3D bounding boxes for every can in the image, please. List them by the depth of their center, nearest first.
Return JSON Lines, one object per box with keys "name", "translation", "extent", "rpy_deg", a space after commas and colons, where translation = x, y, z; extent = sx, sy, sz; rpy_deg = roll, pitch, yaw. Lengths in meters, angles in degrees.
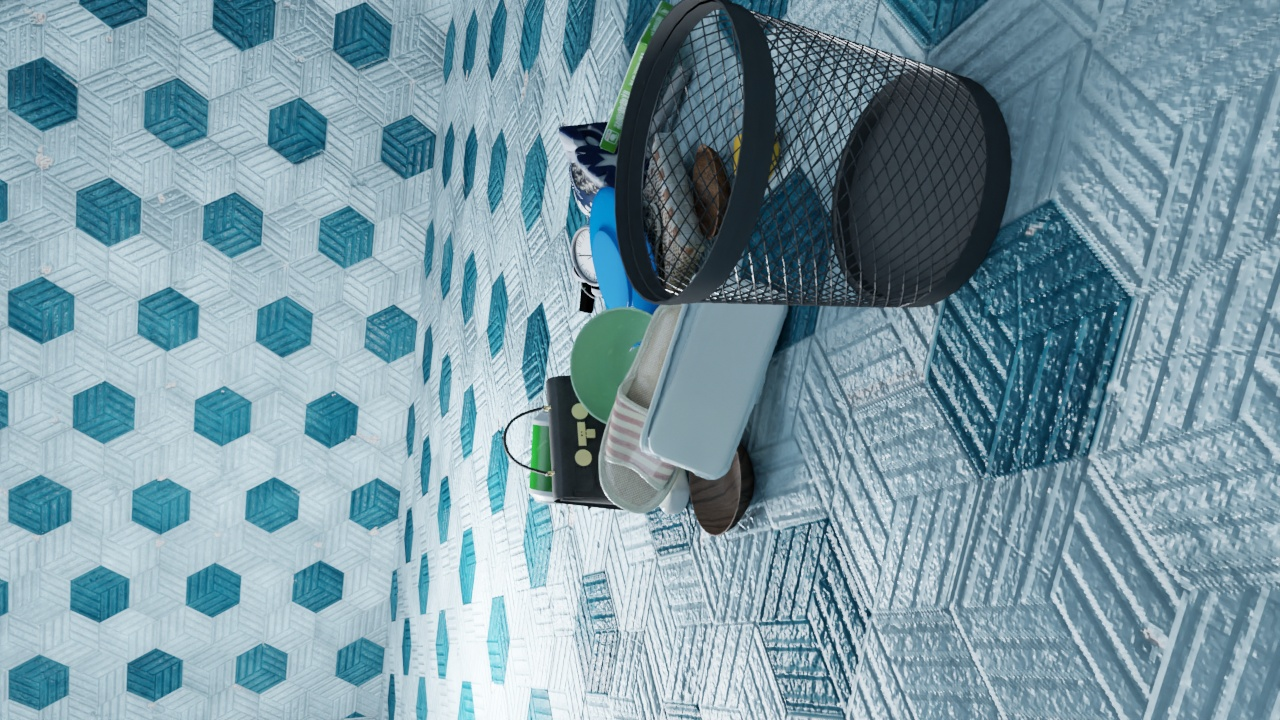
{"name": "can", "translation": [-0.129, 0.152, 1.451], "extent": [0.088, 0.087, 0.140], "rpy_deg": [-178, 92, -67]}

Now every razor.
{"name": "razor", "translation": [0.034, -0.330, 1.199], "extent": [0.116, 0.047, 0.088], "rpy_deg": [-60, 33, 33]}

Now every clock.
{"name": "clock", "translation": [-0.064, -0.148, 1.358], "extent": [0.094, 0.035, 0.123], "rpy_deg": [41, 132, 29]}

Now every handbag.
{"name": "handbag", "translation": [0.033, -0.176, 1.141], "extent": [0.124, 0.047, 0.185], "rpy_deg": [109, 154, -58]}
{"name": "handbag", "translation": [-0.085, 0.104, 1.211], "extent": [0.072, 0.195, 0.175], "rpy_deg": [136, 133, -58]}

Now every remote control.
{"name": "remote control", "translation": [0.031, 0.139, 1.144], "extent": [0.114, 0.028, 0.060], "rpy_deg": [-114, 37, -48]}
{"name": "remote control", "translation": [-0.081, -0.152, 1.475], "extent": [0.034, 0.013, 0.150], "rpy_deg": [-159, 74, -66]}

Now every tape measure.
{"name": "tape measure", "translation": [0.124, -0.216, 0.971], "extent": [0.068, 0.030, 0.059], "rpy_deg": [170, 103, -69]}

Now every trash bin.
{"name": "trash bin", "translation": [0.126, -0.142, 0.702], "extent": [0.218, 0.227, 0.217], "rpy_deg": [-177, 90, -67]}

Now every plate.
{"name": "plate", "translation": [-0.031, -0.118, 1.226], "extent": [0.225, 0.024, 0.224], "rpy_deg": [163, 90, -71]}

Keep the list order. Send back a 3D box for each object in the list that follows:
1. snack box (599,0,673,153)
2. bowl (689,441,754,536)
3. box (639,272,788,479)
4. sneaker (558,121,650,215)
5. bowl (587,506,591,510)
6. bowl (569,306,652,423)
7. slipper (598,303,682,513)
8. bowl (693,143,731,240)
{"name": "snack box", "translation": [-0.004, -0.383, 1.243], "extent": [0.168, 0.027, 0.131], "rpy_deg": [117, 174, -45]}
{"name": "bowl", "translation": [0.093, 0.129, 0.993], "extent": [0.119, 0.032, 0.119], "rpy_deg": [-177, 90, -67]}
{"name": "box", "translation": [0.081, 0.020, 0.979], "extent": [0.129, 0.105, 0.210], "rpy_deg": [22, 89, 25]}
{"name": "sneaker", "translation": [-0.052, -0.258, 1.346], "extent": [0.269, 0.103, 0.132], "rpy_deg": [-124, 28, -56]}
{"name": "bowl", "translation": [-0.053, 0.146, 1.295], "extent": [0.124, 0.052, 0.124], "rpy_deg": [172, 94, -88]}
{"name": "bowl", "translation": [-0.007, 0.007, 1.154], "extent": [0.151, 0.076, 0.151], "rpy_deg": [2, 94, 24]}
{"name": "slipper", "translation": [0.019, 0.055, 1.073], "extent": [0.052, 0.115, 0.263], "rpy_deg": [-4, -67, -69]}
{"name": "bowl", "translation": [0.086, -0.195, 1.057], "extent": [0.102, 0.026, 0.114], "rpy_deg": [96, 165, -46]}
